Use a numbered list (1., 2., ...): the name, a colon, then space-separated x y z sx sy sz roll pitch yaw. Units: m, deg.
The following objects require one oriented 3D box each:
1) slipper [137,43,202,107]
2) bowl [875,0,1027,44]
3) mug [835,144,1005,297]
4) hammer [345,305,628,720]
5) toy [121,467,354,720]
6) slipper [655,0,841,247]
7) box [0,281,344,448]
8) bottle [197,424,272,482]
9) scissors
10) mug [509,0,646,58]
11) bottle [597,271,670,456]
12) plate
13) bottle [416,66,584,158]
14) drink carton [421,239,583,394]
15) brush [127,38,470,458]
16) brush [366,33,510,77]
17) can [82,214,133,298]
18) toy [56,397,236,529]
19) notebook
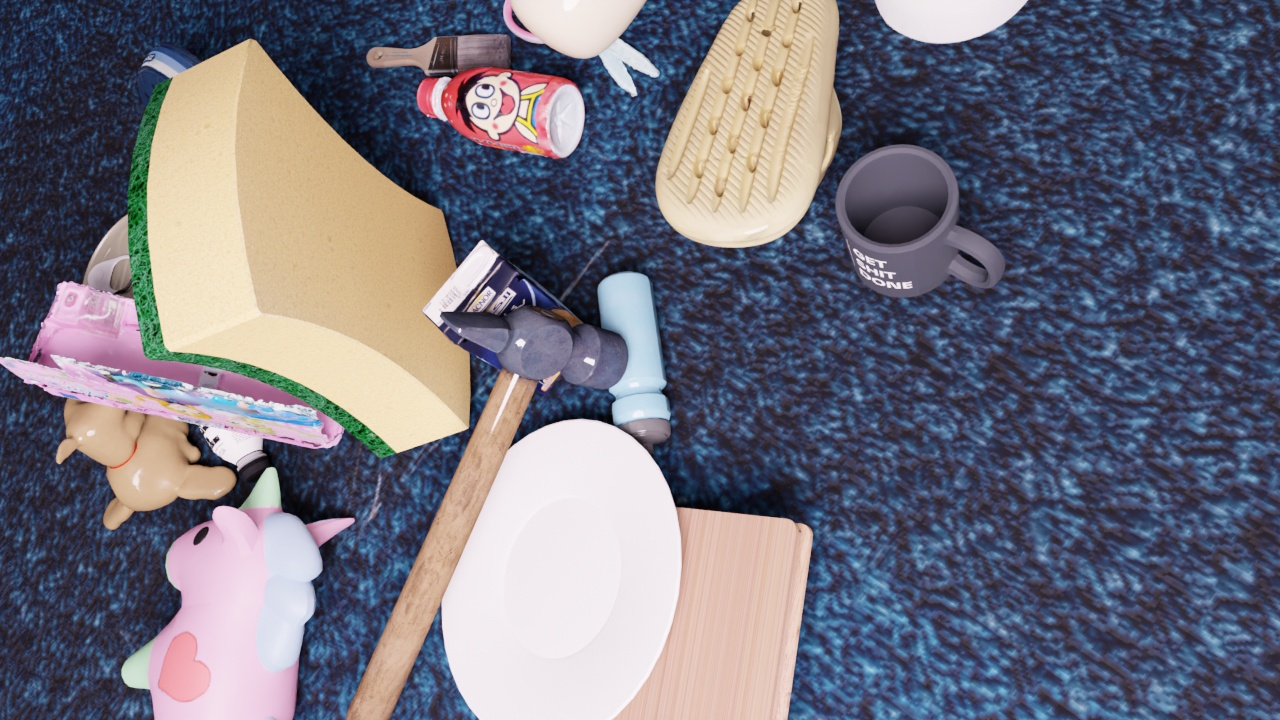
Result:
1. slipper: -0.365 -0.186 0.795 0.253 0.105 0.095 33 80 24
2. bowl: 0.216 -0.285 0.632 0.114 0.063 0.113 -6 73 19
3. mug: 0.177 -0.078 0.573 0.105 0.077 0.071 33 87 26
4. hammer: -0.126 0.112 0.603 0.040 0.129 0.322 38 107 44
5. toy: -0.280 0.204 0.646 0.171 0.120 0.222 -33 64 19
6. slipper: 0.085 -0.163 0.639 0.111 0.079 0.260 1 55 23
7. box: -0.329 -0.004 0.670 0.230 0.106 0.086 13 68 -8
8. bottle: -0.335 0.045 0.740 0.041 0.041 0.116 -35 82 7
9. scissors: -0.032 -0.284 0.753 0.179 0.016 0.105 39 89 26
10. mug: -0.056 -0.294 0.704 0.120 0.096 0.100 39 101 18
11. bottle: -0.004 0.004 0.637 0.040 0.040 0.130 -14 69 16
12. plate: -0.055 0.141 0.602 0.209 0.015 0.208 -18 61 34
13. bottle: -0.116 -0.202 0.731 0.138 0.062 0.062 15 79 23
14. drink carton: -0.087 -0.025 0.627 0.040 0.130 0.064 40 90 25
15. brush: -0.214 -0.061 0.619 0.075 0.250 0.194 -19 64 14
16. brush: -0.177 -0.265 0.802 0.151 0.012 0.039 6 76 23
17. can: -0.399 -0.062 0.787 0.128 0.073 0.127 -6 72 19
18. toy: -0.408 0.071 0.737 0.134 0.108 0.105 -17 41 15
19. notebook: 0.012 0.194 0.550 0.169 0.022 0.210 -2 71 43
